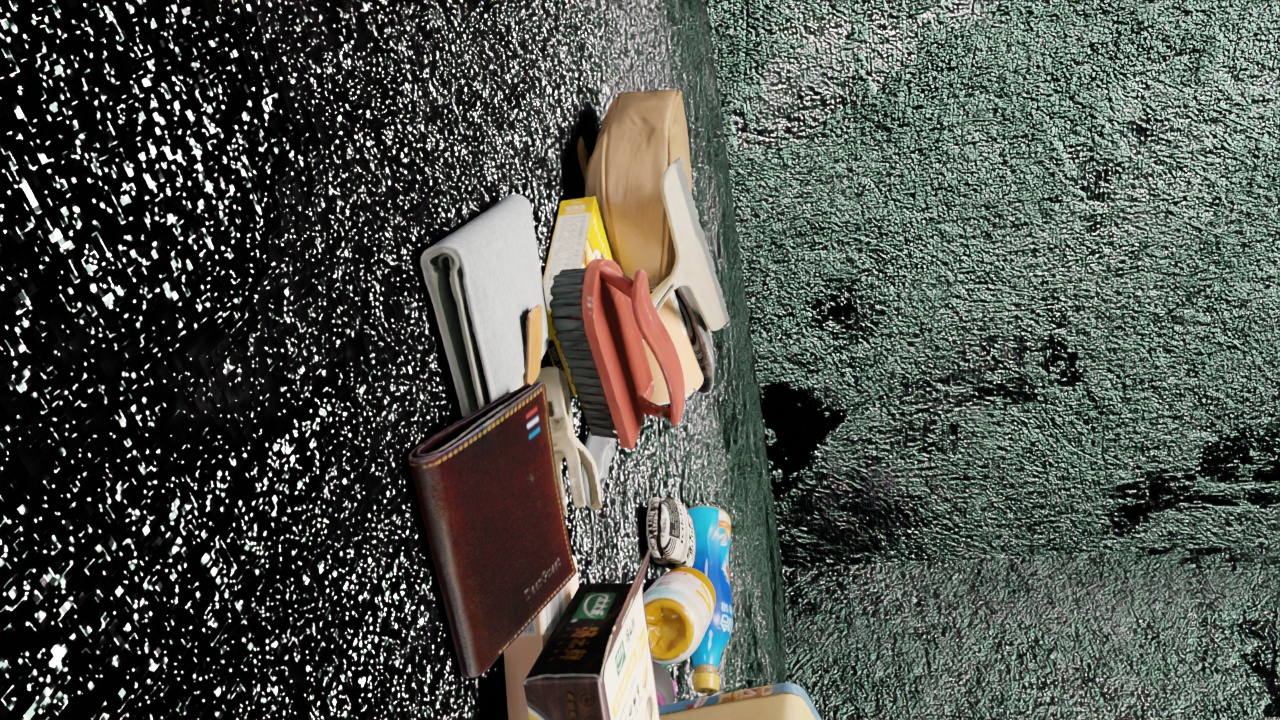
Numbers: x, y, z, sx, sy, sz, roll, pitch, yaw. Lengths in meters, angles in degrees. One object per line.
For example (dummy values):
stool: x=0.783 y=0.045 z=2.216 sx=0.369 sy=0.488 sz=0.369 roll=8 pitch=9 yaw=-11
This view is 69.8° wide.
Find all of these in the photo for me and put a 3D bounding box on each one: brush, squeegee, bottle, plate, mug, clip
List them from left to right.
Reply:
clip: x=-0.051 y=0.063 z=0.626 sx=0.092 sy=0.035 sz=0.103 roll=63 pitch=16 yaw=-52
brush: x=-0.011 y=-0.008 z=0.617 sx=0.146 sy=0.069 sz=0.063 roll=74 pitch=27 yaw=-44
squeegee: x=-0.004 y=0.004 z=0.754 sx=0.246 sy=0.039 sz=0.246 roll=-66 pitch=157 yaw=-20
mug: x=0.011 y=-0.027 z=0.890 sx=0.078 sy=0.078 sz=0.123 roll=-72 pitch=150 yaw=-64
plate: x=0.039 y=-0.049 z=0.961 sx=0.179 sy=0.024 sz=0.179 roll=156 pitch=-90 yaw=-80
bottle: x=0.037 y=0.242 z=0.899 sx=0.189 sy=0.068 sz=0.068 roll=15 pitch=70 yaw=-79
bottle: x=0.077 y=0.285 z=1.102 sx=0.065 sy=0.065 sz=0.218 roll=69 pitch=20 yaw=-54

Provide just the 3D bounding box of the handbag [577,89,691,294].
handbag: x=-0.003 y=-0.159 z=0.831 sx=0.204 sy=0.100 sz=0.148 roll=-79 pitch=168 yaw=-57

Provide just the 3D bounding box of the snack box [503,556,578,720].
snack box: x=-0.054 y=0.201 z=0.548 sx=0.084 sy=0.026 sz=0.157 roll=24 pitch=61 yaw=-77

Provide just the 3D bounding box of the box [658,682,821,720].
box: x=0.045 y=0.292 z=0.656 sx=0.090 sy=0.185 sz=0.059 roll=64 pitch=25 yaw=-22

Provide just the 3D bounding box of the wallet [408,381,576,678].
wallet: x=-0.071 y=0.083 z=0.470 sx=0.096 sy=0.020 sz=0.122 roll=-34 pitch=123 yaw=-51

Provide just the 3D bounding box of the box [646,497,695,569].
box: x=0.038 y=0.186 z=0.974 sx=0.164 sy=0.057 sz=0.071 roll=52 pitch=17 yaw=-70

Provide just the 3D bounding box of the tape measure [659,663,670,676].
tape measure: x=0.015 y=0.302 z=0.866 sx=0.054 sy=0.025 sz=0.058 roll=48 pitch=37 yaw=-74

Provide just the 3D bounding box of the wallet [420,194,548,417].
wallet: x=-0.077 y=-0.030 z=0.521 sx=0.129 sy=0.037 sz=0.107 roll=-68 pitch=150 yaw=-67

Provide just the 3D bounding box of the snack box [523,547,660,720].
snack box: x=-0.020 y=0.186 z=0.517 sx=0.113 sy=0.053 sz=0.126 roll=-46 pitch=128 yaw=-75

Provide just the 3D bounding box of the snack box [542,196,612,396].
snack box: x=-0.046 y=-0.051 z=0.706 sx=0.140 sy=0.034 sz=0.087 roll=-87 pitch=167 yaw=-46

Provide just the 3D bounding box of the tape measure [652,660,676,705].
tape measure: x=-0.001 y=0.262 z=0.715 sx=0.039 sy=0.057 sz=0.058 roll=-65 pitch=171 yaw=-72
